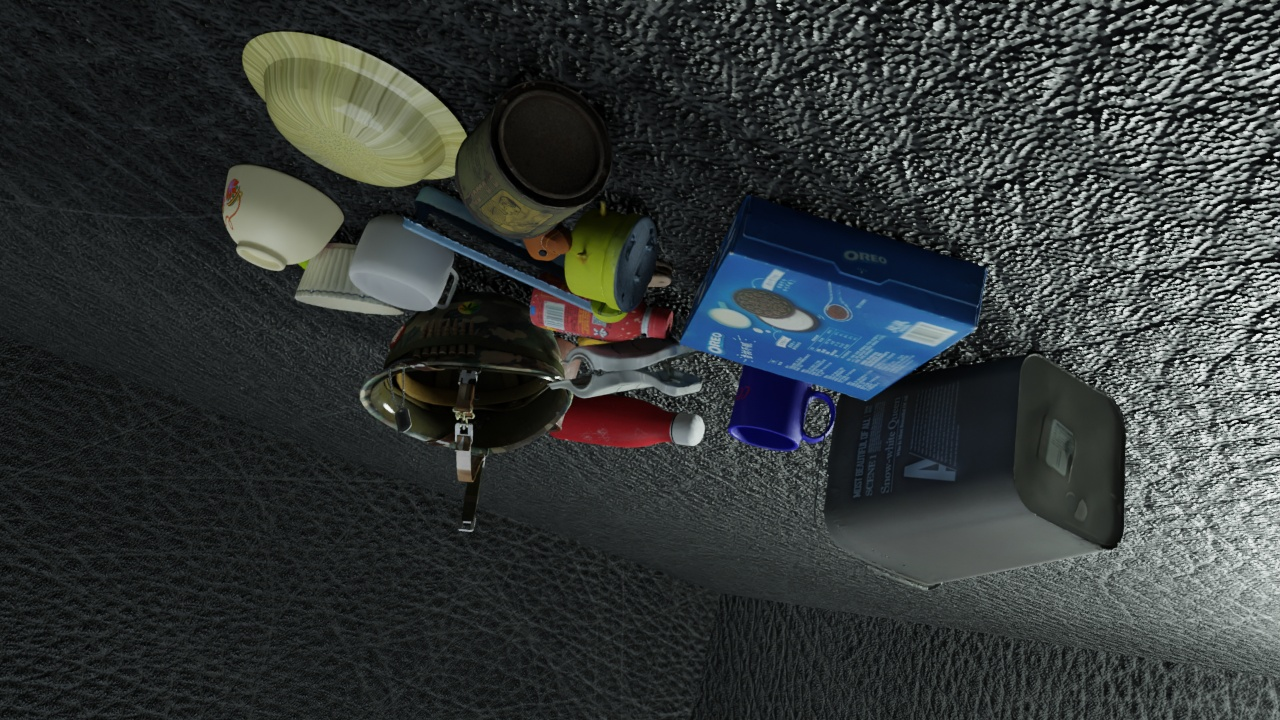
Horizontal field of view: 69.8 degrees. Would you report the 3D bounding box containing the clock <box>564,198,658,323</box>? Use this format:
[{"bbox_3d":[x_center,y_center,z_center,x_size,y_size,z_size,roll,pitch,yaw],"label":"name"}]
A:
[{"bbox_3d":[-0.020,-0.080,0.781,0.057,0.083,0.119,15,160,20],"label":"clock"}]

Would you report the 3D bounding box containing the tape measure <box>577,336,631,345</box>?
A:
[{"bbox_3d":[-0.041,-0.025,1.045,0.059,0.030,0.068,17,160,-3],"label":"tape measure"}]

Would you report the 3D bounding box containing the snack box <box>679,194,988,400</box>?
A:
[{"bbox_3d":[0.150,-0.042,0.792,0.195,0.056,0.239,17,163,-2],"label":"snack box"}]

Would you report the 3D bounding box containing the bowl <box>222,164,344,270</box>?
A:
[{"bbox_3d":[-0.371,-0.134,0.929,0.118,0.074,0.118,14,162,5],"label":"bowl"}]

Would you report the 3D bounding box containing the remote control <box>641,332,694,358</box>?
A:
[{"bbox_3d":[0.017,-0.029,1.013,0.028,0.011,0.124,1,157,38],"label":"remote control"}]

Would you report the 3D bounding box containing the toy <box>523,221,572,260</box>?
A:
[{"bbox_3d":[-0.096,-0.126,0.733,0.103,0.070,0.090,29,146,38],"label":"toy"}]

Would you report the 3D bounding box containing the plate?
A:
[{"bbox_3d":[-0.228,-0.180,0.724,0.184,0.036,0.184,16,162,5],"label":"plate"}]

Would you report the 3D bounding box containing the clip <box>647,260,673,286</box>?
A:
[{"bbox_3d":[-0.001,-0.080,0.849,0.061,0.049,0.026,41,165,11],"label":"clip"}]

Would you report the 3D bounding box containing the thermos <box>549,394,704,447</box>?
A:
[{"bbox_3d":[-0.022,0.087,1.294,0.240,0.073,0.073,5,159,29],"label":"thermos"}]

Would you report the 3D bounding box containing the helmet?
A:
[{"bbox_3d":[-0.190,0.039,1.007,0.224,0.236,0.193,-12,149,-14],"label":"helmet"}]

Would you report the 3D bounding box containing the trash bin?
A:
[{"bbox_3d":[0.322,0.107,0.892,0.197,0.197,0.221,26,154,-23],"label":"trash bin"}]

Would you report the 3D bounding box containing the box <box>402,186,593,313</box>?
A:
[{"bbox_3d":[-0.120,-0.088,0.850,0.210,0.052,0.067,26,163,-4],"label":"box"}]

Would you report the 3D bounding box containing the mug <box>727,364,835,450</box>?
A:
[{"bbox_3d":[0.160,0.051,1.014,0.111,0.083,0.079,13,162,8],"label":"mug"}]

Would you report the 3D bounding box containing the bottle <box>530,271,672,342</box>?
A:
[{"bbox_3d":[-0.037,-0.049,0.919,0.137,0.061,0.062,13,162,11],"label":"bottle"}]

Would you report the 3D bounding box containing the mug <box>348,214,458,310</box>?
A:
[{"bbox_3d":[-0.234,-0.095,0.939,0.094,0.068,0.115,-1,156,42],"label":"mug"}]

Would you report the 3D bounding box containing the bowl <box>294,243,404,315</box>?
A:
[{"bbox_3d":[-0.313,-0.089,1.003,0.115,0.062,0.115,6,176,0],"label":"bowl"}]

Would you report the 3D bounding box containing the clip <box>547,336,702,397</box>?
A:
[{"bbox_3d":[-0.007,0.000,0.946,0.151,0.089,0.125,-12,180,40],"label":"clip"}]

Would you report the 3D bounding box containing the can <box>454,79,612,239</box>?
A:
[{"bbox_3d":[-0.075,-0.138,0.639,0.089,0.089,0.075,24,160,-24],"label":"can"}]

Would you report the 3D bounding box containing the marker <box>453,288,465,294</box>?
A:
[{"bbox_3d":[-0.238,-0.064,1.119,0.017,0.017,0.147,22,161,-20],"label":"marker"}]

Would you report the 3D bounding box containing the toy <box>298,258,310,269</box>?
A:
[{"bbox_3d":[-0.366,-0.102,1.086,0.094,0.036,0.093,-9,146,39],"label":"toy"}]

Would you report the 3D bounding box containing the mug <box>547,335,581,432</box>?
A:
[{"bbox_3d":[-0.132,0.031,1.169,0.096,0.110,0.123,25,161,-10],"label":"mug"}]
